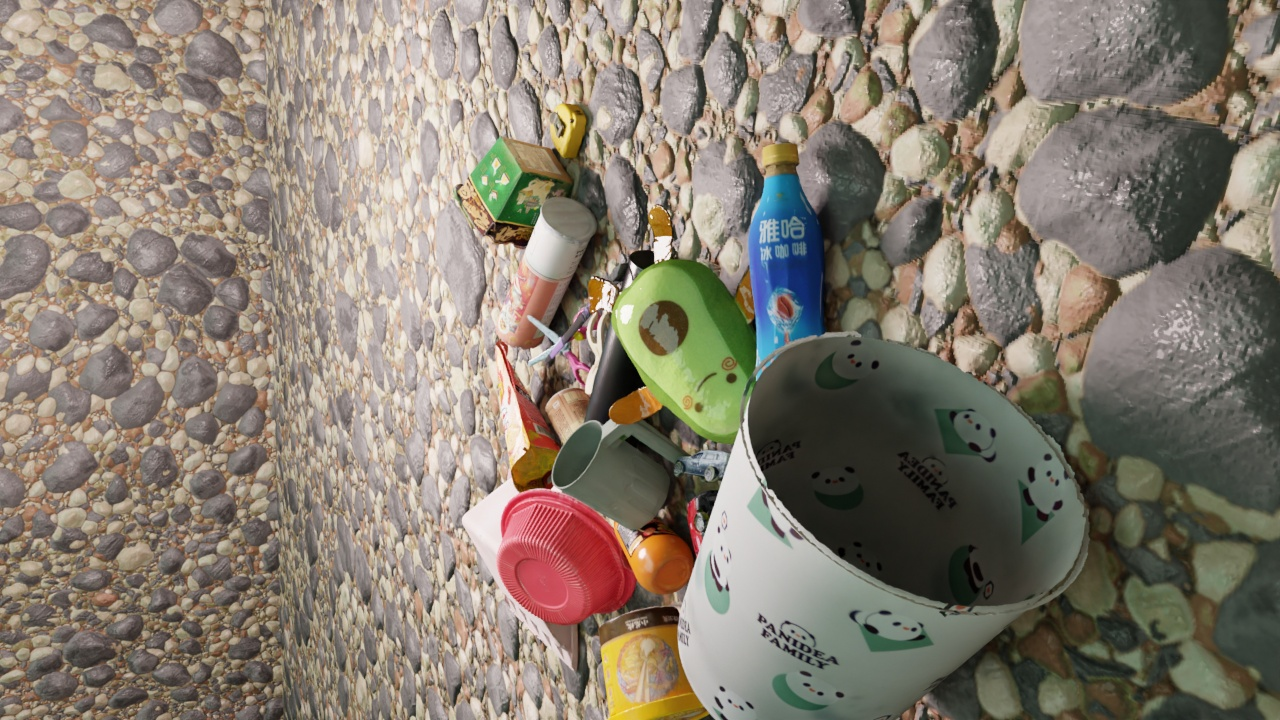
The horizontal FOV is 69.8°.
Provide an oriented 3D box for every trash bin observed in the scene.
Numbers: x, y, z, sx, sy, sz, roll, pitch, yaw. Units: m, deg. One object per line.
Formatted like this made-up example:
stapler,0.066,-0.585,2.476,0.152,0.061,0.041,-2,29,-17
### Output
trash bin,0.146,0.148,0.661,0.229,0.229,0.253,56,144,36

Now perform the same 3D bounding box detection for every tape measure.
tape measure,-0.092,-0.285,1.123,0.057,0.028,0.060,58,139,35

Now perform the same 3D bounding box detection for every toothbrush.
toothbrush,-0.068,-0.055,1.102,0.190,0.016,0.014,-47,62,35

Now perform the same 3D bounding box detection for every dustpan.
dustpan,-0.140,0.272,1.316,0.223,0.138,0.273,22,142,53

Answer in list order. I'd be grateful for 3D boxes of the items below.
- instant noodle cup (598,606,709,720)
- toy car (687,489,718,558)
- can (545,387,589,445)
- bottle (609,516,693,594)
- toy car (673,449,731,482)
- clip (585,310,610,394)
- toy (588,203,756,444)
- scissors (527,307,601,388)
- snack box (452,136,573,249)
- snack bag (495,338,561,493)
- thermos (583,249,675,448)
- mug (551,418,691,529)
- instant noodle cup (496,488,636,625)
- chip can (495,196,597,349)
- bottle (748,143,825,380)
instant noodle cup,0.011,0.338,0.998,0.119,0.118,0.114,-53,44,47
toy car,0.081,0.191,0.916,0.045,0.052,0.120,-43,57,54
can,-0.070,0.092,1.126,0.116,0.058,0.059,58,140,35
bottle,0.003,0.199,1.033,0.149,0.066,0.067,-137,50,-55
toy car,0.071,0.108,0.925,0.091,0.043,0.034,-5,76,58
clip,-0.042,-0.009,1.081,0.035,0.070,0.100,3,94,57
toy,0.043,-0.020,0.876,0.228,0.089,0.246,-47,72,28
scissors,-0.091,-0.014,1.147,0.134,0.017,0.133,-28,89,32
snack box,-0.153,-0.217,1.169,0.106,0.118,0.117,-55,49,30
snack bag,-0.151,0.077,1.197,0.207,0.073,0.129,-116,8,-49
thermos,-0.006,0.006,1.002,0.090,0.068,0.243,45,132,40
mug,-0.018,0.115,0.986,0.124,0.103,0.083,-39,29,27
instant noodle cup,-0.104,0.252,1.117,0.194,0.065,0.194,14,124,22
chip can,-0.123,-0.105,1.166,0.071,0.071,0.215,63,143,29
bottle,0.127,-0.074,0.785,0.065,0.065,0.218,1,95,58
